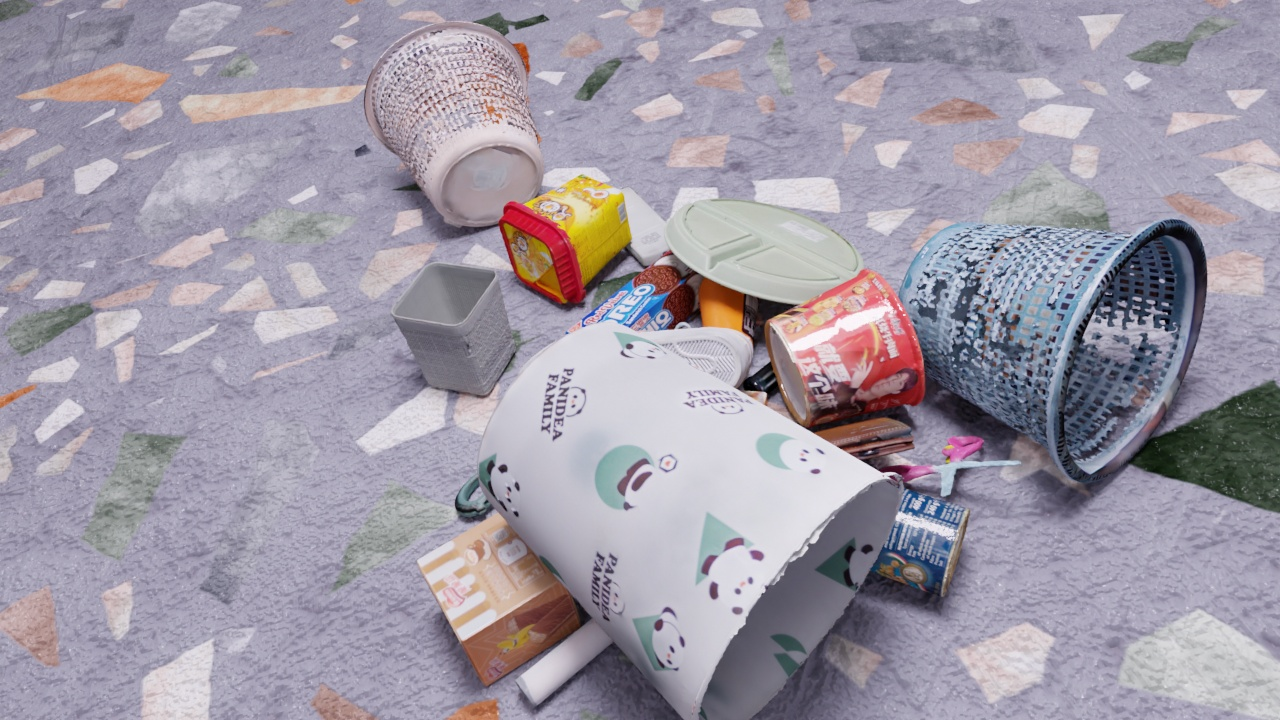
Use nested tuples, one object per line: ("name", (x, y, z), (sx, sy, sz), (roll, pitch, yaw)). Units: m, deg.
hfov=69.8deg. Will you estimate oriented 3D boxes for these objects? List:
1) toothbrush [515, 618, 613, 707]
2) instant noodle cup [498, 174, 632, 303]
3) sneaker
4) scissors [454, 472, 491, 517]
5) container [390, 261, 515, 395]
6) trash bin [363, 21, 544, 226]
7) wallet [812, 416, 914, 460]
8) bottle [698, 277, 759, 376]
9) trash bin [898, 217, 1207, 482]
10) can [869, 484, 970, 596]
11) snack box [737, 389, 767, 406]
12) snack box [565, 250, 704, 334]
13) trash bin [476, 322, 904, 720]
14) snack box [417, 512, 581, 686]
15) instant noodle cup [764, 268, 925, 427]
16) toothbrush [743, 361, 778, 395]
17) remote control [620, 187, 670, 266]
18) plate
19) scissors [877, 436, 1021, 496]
("toothbrush", (-0.008, 0.207, 0.767), (0.220, 0.027, 0.026), (-34, 15, -22))
("instant noodle cup", (-0.082, -0.149, 1.073), (0.116, 0.116, 0.123), (30, 59, 35))
("sneaker", (-0.005, 0.005, 0.905), (0.243, 0.089, 0.090), (-9, 10, 21))
("scissors", (-0.092, 0.124, 0.857), (0.170, 0.019, 0.174), (-21, 37, 0))
("container", (-0.193, -0.030, 0.980), (0.090, 0.114, 0.090), (10, 48, 21))
("trash bin", (-0.225, -0.291, 1.198), (0.227, 0.228, 0.192), (-21, 58, -10))
("wallet", (0.170, 0.077, 0.813), (0.124, 0.101, 0.032), (-12, 89, -2))
("bottle", (0.093, -0.031, 0.963), (0.067, 0.067, 0.149), (-3, 52, 9))
("trash bin", (0.349, -0.032, 0.820), (0.226, 0.227, 0.195), (-35, 36, -22))
("can", (0.206, 0.140, 0.754), (0.111, 0.075, 0.075), (16, 51, 25))
("snack box", (0.071, 0.083, 0.861), (0.075, 0.026, 0.153), (4, 38, 16))
("snack box", (0.011, -0.057, 1.006), (0.057, 0.058, 0.207), (29, 57, 37))
("trash bin", (0.026, 0.109, 0.691), (0.229, 0.230, 0.252), (-38, 57, -25))
("snack box", (-0.117, 0.195, 0.765), (0.094, 0.077, 0.093), (-29, 47, -18))
("instant noodle cup", (0.186, -0.003, 0.861), (0.108, 0.138, 0.137), (-20, 45, -4))
("toothbrush", (0.190, -0.025, 0.960), (0.212, 0.026, 0.027), (-35, 82, -24))
("remote control", (-0.004, -0.168, 1.145), (0.058, 0.021, 0.150), (-26, 46, -12))
("plate", (0.139, -0.126, 1.007), (0.230, 0.028, 0.229), (10, 31, -7))
("scissors", (0.263, 0.093, 0.800), (0.136, 0.017, 0.133), (-13, 10, 25))
